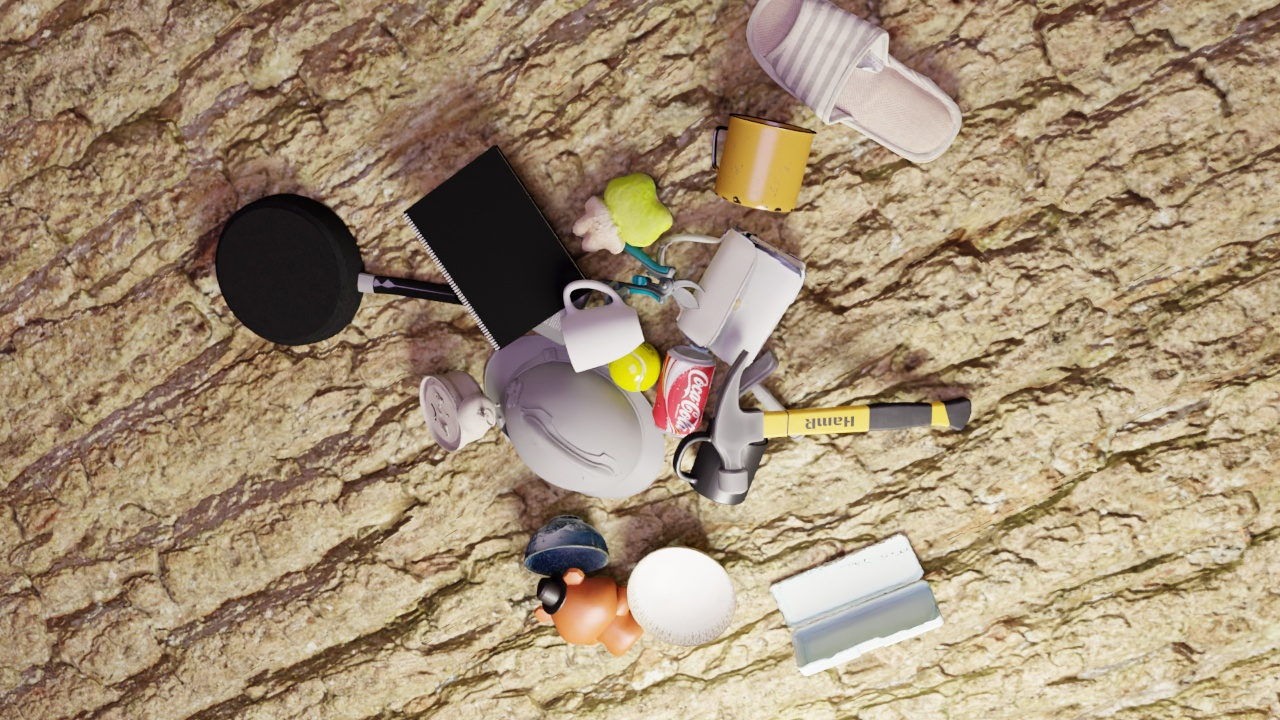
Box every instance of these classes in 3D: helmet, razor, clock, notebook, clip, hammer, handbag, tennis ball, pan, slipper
[{"bbox_3d":[-0.099,0.088,1.170,0.271,0.117,0.184,37,108,0],"label":"helmet"},{"bbox_3d":[0.166,0.056,1.158,0.088,0.047,0.116,-39,104,17],"label":"razor"},{"bbox_3d":[-0.225,0.064,1.187,0.157,0.061,0.103,7,112,50],"label":"clock"},{"bbox_3d":[-0.176,-0.134,1.125,0.149,0.016,0.206,-32,98,15],"label":"notebook"},{"bbox_3d":[-0.034,-0.063,1.152,0.042,0.023,0.076,33,135,19],"label":"clip"},{"bbox_3d":[0.244,0.066,1.107,0.324,0.034,0.170,-3,100,-7],"label":"hammer"},{"bbox_3d":[0.092,-0.091,1.112,0.176,0.073,0.151,34,109,9],"label":"handbag"},{"bbox_3d":[-0.007,0.007,1.158,0.065,0.065,0.065,3,106,9],"label":"tennis ball"},{"bbox_3d":[-0.395,-0.105,1.207,0.356,0.044,0.204,9,107,8],"label":"pan"},{"bbox_3d":[0.240,-0.320,1.033,0.272,0.054,0.115,36,113,-2],"label":"slipper"}]

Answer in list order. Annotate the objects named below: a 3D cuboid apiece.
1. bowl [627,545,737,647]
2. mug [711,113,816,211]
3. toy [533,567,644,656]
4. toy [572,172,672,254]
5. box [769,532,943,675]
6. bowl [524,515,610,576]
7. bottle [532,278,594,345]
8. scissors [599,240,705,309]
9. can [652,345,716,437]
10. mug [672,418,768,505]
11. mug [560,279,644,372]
[{"bbox_3d":[0.058,0.304,1.231,0.145,0.063,0.145,2,106,8],"label":"bowl"},{"bbox_3d":[0.131,-0.229,1.057,0.124,0.100,0.094,25,113,33],"label":"mug"},{"bbox_3d":[-0.063,0.342,1.246,0.176,0.096,0.112,29,111,-33],"label":"toy"},{"bbox_3d":[-0.025,-0.173,1.120,0.118,0.043,0.092,-28,88,12],"label":"toy"},{"bbox_3d":[0.279,0.319,1.196,0.198,0.074,0.126,-27,80,14],"label":"box"},{"bbox_3d":[-0.099,0.244,1.237,0.114,0.060,0.114,-3,149,-2],"label":"bowl"},{"bbox_3d":[-0.153,-0.097,1.165,0.174,0.046,0.084,27,108,2],"label":"bottle"},{"bbox_3d":[0.007,-0.105,1.128,0.156,0.019,0.124,-20,86,33],"label":"scissors"},{"bbox_3d":[0.053,0.039,1.158,0.064,0.064,0.105,15,107,5],"label":"can"},{"bbox_3d":[0.095,0.124,1.157,0.113,0.078,0.088,10,110,-25],"label":"mug"},{"bbox_3d":[-0.049,-0.049,1.108,0.089,0.071,0.107,-16,104,2],"label":"mug"}]
